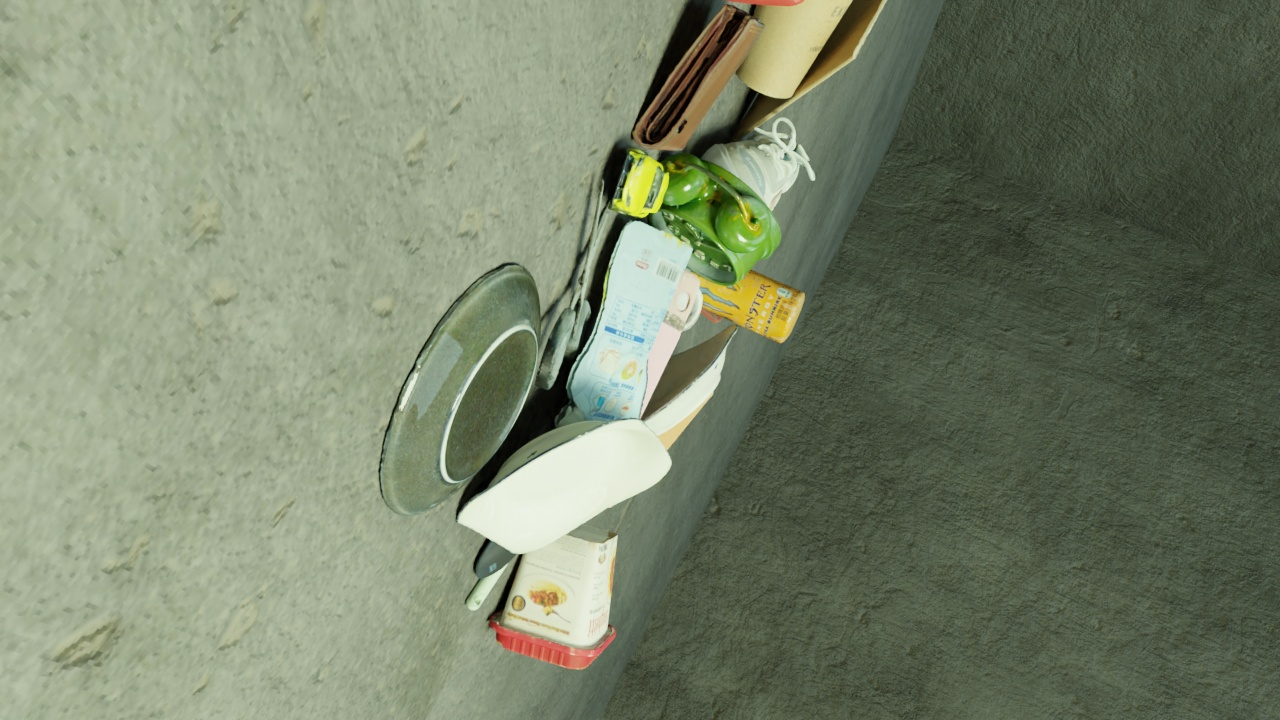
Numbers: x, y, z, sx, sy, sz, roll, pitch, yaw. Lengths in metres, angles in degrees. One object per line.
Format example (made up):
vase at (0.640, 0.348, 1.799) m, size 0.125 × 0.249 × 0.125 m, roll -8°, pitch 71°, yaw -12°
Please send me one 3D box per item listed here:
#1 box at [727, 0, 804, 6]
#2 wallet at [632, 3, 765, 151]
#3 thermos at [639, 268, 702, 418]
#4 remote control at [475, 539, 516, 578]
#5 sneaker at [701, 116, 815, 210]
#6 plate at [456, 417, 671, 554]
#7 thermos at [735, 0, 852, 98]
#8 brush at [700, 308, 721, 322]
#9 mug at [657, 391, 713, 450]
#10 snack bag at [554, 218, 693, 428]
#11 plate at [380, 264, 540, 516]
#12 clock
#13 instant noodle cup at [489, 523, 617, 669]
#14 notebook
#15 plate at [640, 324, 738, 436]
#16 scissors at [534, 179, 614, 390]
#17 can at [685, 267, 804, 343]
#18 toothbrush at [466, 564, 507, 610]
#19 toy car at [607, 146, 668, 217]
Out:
box at (0.109, -0.351, 0.650) m, size 0.201 × 0.095 × 0.101 m, roll -58°, pitch 148°, yaw -24°
wallet at (0.048, -0.214, 0.707) m, size 0.125 × 0.032 × 0.101 m, roll -52°, pitch 178°, yaw 22°
thermos at (-0.005, 0.005, 0.857) m, size 0.087 × 0.067 × 0.198 m, roll 30°, pitch 84°, yaw -47°
remote control at (-0.104, 0.139, 0.826) m, size 0.136 × 0.024 × 0.053 m, roll -58°, pitch 165°, yaw -30°
sneaker at (0.128, -0.191, 0.931) m, size 0.091 × 0.089 × 0.241 m, roll -27°, pitch -175°, yaw 18°
plate at (-0.061, 0.095, 0.751) m, size 0.163 × 0.034 × 0.164 m, roll -30°, pitch 152°, yaw 1°
thermos at (0.143, -0.316, 0.834) m, size 0.092 × 0.093 × 0.144 m, roll -50°, pitch 168°, yaw -51°
brush at (0.096, -0.117, 1.100) m, size 0.069 × 0.063 × 0.145 m, roll -24°, pitch -147°, yaw 60°
mug at (0.025, 0.065, 1.119) m, size 0.122 × 0.078 × 0.078 m, roll -53°, pitch 164°, yaw -26°
snack bag at (-0.012, -0.017, 0.774) m, size 0.110 × 0.039 × 0.191 m, roll 12°, pitch 97°, yaw -63°
plate at (-0.105, 0.025, 0.598) m, size 0.179 × 0.024 × 0.180 m, roll -60°, pitch 167°, yaw -23°
clock at (0.062, -0.124, 0.802) m, size 0.056 × 0.116 × 0.161 m, roll -52°, pitch 168°, yaw -13°
instant noodle cup at (-0.079, 0.232, 0.938) m, size 0.116 × 0.117 × 0.124 m, roll 15°, pitch 87°, yaw -78°
notebook at (0.176, -0.309, 0.921) m, size 0.147 × 0.008 × 0.208 m, roll -61°, pitch -163°, yaw -20°
plate at (0.028, 0.036, 0.950) m, size 0.165 × 0.034 × 0.163 m, roll -27°, pitch -165°, yaw 46°
scissors at (-0.046, -0.056, 0.694) m, size 0.182 × 0.014 × 0.159 m, roll 102°, pitch 7°, yaw -52°
can at (0.095, -0.072, 0.959) m, size 0.058 × 0.146 × 0.058 m, roll -60°, pitch 167°, yaw -24°
toothbrush at (-0.106, 0.154, 0.861) m, size 0.020 × 0.029 × 0.189 m, roll -14°, pitch -147°, yaw 50°
toy car at (0.001, -0.131, 0.695) m, size 0.105 × 0.032 × 0.048 m, roll -36°, pitch 146°, yaw -79°
